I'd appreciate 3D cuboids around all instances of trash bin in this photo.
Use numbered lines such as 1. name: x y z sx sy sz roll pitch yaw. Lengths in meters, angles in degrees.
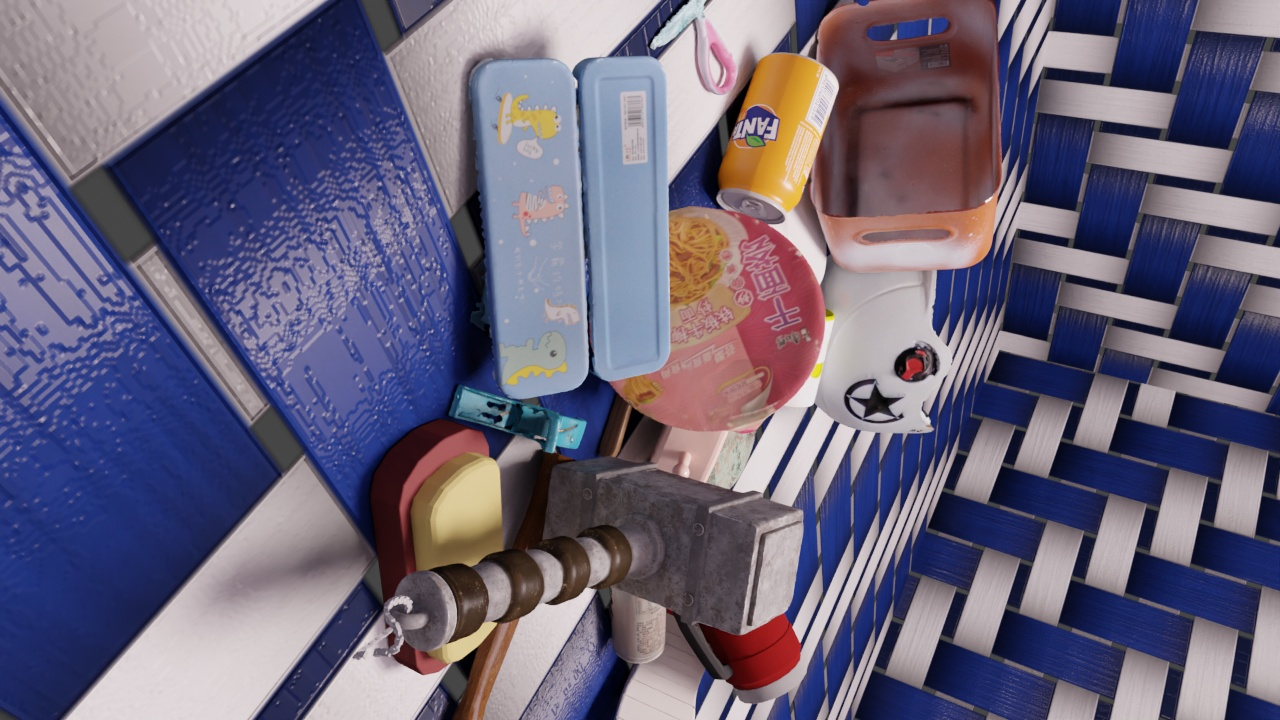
1. trash bin: 0.285 -0.232 0.980 0.157 0.182 0.259 50 43 -62

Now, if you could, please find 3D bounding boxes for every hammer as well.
1. hammer: -0.112 0.224 0.683 0.115 0.033 0.322 32 76 -61
2. hammer: -0.045 0.125 0.554 0.325 0.177 0.079 0 100 -56

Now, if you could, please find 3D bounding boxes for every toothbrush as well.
1. toothbrush: -0.005 0.005 0.784 0.016 0.016 0.166 25 81 -64

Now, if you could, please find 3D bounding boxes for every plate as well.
1. plate: 0.168 -0.141 0.965 0.188 0.016 0.188 21 66 -59

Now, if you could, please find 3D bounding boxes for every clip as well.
1. clip: -0.081 0.040 0.631 0.027 0.104 0.120 -69 161 -1

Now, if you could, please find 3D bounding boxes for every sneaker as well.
1. sneaker: 0.034 0.325 0.986 0.104 0.090 0.235 109 6 -53

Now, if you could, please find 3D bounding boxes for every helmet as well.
1. helmet: 0.271 -0.040 1.123 0.236 0.164 0.264 -88 176 -50

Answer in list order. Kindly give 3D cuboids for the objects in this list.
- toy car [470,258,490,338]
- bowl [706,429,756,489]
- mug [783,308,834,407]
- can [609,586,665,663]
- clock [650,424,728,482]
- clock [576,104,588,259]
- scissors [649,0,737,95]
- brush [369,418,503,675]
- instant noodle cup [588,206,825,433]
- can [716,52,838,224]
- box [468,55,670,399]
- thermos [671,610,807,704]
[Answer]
1. toy car: -0.068 -0.042 0.618 0.107 0.027 0.060 -2 107 -63
2. bowl: 0.086 0.083 0.981 0.157 0.039 0.158 -40 138 -49
3. mug: 0.169 -0.010 1.043 0.082 0.083 0.106 -19 123 -59
4. can: -0.003 0.221 0.869 0.054 0.054 0.136 -43 141 -47
5. clock: 0.041 0.051 0.831 0.160 0.086 0.131 75 36 -75
6. clock: -0.023 -0.113 0.628 0.140 0.055 0.093 -70 155 -20
7. scissors: 0.056 -0.295 0.737 0.170 0.014 0.173 35 75 -59
8. brush: -0.123 0.124 0.590 0.082 0.042 0.174 -37 136 -51
9. instant noodle cup: 0.052 -0.023 0.725 0.078 0.179 0.178 76 36 -73
10. can: 0.124 -0.204 0.845 0.079 0.079 0.142 35 73 -63
11. box: -0.038 -0.081 0.573 0.125 0.021 0.209 -12 111 -29
12. thermos: 0.082 0.239 0.912 0.107 0.084 0.198 -27 92 -37
